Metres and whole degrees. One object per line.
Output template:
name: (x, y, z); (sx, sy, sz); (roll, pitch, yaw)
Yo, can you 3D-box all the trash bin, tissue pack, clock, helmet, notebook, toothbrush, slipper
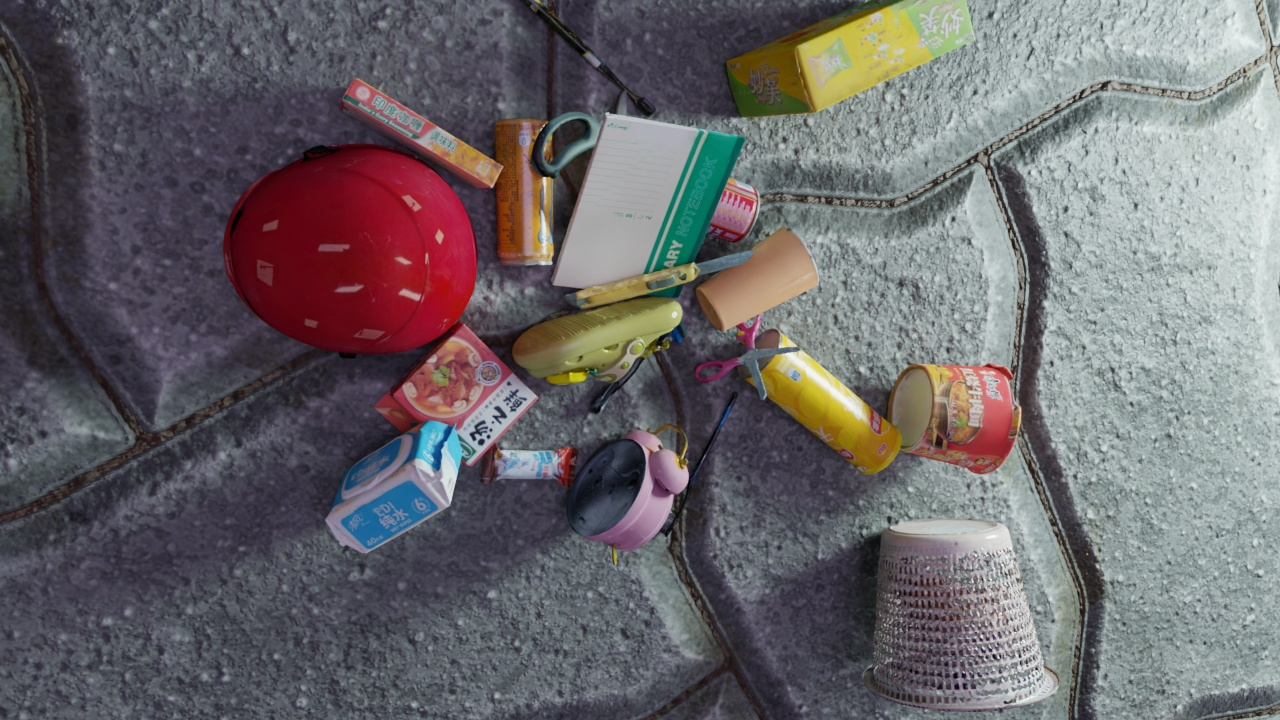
trash bin: (0.379, 0.298, 1.122); (0.227, 0.228, 0.192); (-4, 88, -19)
tissue pack: (-0.241, 0.121, 0.905); (0.140, 0.089, 0.063); (-30, 116, 15)
clock: (-0.008, 0.135, 1.000); (0.060, 0.117, 0.158); (38, 88, -31)
helmet: (-0.266, -0.098, 0.857); (0.239, 0.144, 0.207); (-8, 103, -17)
notebook: (0.004, -0.151, 0.946); (0.150, 0.012, 0.210); (4, 134, -21)
toothbrush: (0.069, 0.121, 1.077); (0.016, 0.014, 0.189); (27, 89, 2)
slipper: (-0.039, -0.013, 0.978); (0.190, 0.092, 0.082); (-19, 107, -19)
toothbrush: (-0.054, -0.320, 0.958); (0.186, 0.017, 0.012); (39, 88, -20)

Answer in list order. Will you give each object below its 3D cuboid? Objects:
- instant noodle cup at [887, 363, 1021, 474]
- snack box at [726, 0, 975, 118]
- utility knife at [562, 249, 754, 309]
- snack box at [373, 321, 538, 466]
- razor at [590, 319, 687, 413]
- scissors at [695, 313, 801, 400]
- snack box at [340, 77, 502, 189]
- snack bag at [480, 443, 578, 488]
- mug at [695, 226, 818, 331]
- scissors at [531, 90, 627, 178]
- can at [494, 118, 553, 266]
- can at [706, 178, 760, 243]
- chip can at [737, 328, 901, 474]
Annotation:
instant noodle cup: (0.374, 0.066, 1.117); (0.108, 0.138, 0.138); (8, 96, -12)
snack box: (0.219, -0.330, 0.977); (0.209, 0.158, 0.070); (-27, 110, -14)
utility knife: (0.021, -0.090, 0.999); (0.213, 0.022, 0.031); (-19, 144, -4)
snack box: (-0.192, 0.043, 0.956); (0.127, 0.044, 0.113); (-46, 110, -7)
razor: (-0.006, 0.006, 1.028); (0.142, 0.022, 0.043); (-45, 154, -4)
scissors: (0.116, -0.004, 1.031); (0.135, 0.133, 0.017); (-27, 137, 17)
snack box: (-0.213, -0.215, 0.888); (0.155, 0.077, 0.027); (29, 88, -21)
snack bag: (-0.121, 0.114, 1.003); (0.104, 0.026, 0.048); (8, 84, -21)
mug: (0.128, -0.088, 1.033); (0.122, 0.078, 0.078); (-30, 107, -8)
scissors: (-0.048, -0.198, 0.950); (0.178, 0.019, 0.170); (-4, 103, -44)
can: (-0.118, -0.171, 0.939); (0.058, 0.058, 0.146); (-3, 100, -19)
can: (0.074, -0.172, 1.001); (0.093, 0.066, 0.066); (15, 93, -21)
chip can: (0.214, 0.050, 1.085); (0.213, 0.072, 0.072); (38, 85, -20)
